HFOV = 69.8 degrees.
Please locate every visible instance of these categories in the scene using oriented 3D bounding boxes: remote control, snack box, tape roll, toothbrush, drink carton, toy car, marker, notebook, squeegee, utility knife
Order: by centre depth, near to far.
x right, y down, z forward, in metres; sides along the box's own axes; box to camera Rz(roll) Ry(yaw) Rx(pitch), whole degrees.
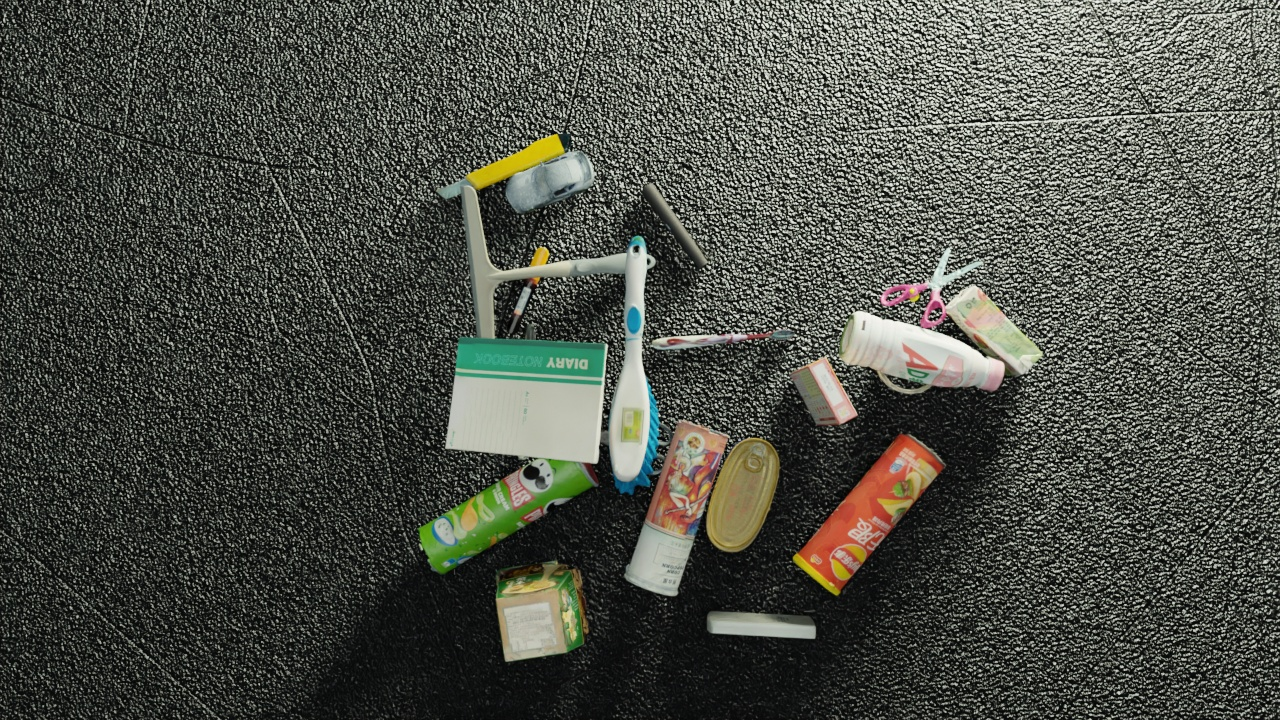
[{"bbox_3d":[0.221,0.040,1.123,0.027,0.156,0.077,-27,86,-1],"label":"snack box"},{"bbox_3d":[-0.132,0.322,1.156,0.117,0.105,0.118,-10,86,3],"label":"snack box"},{"bbox_3d":[0.152,0.336,1.164,0.135,0.056,0.019,2,88,3],"label":"remote control"},{"bbox_3d":[0.447,-0.038,1.165,0.122,0.053,0.045,45,90,3],"label":"drink carton"},{"bbox_3d":[-0.146,0.047,1.166,0.209,0.012,0.150,3,84,19],"label":"notebook"},{"bbox_3d":[0.348,0.000,1.189,0.086,0.014,0.085,0,88,3],"label":"tape roll"},{"bbox_3d":[-0.101,-0.117,1.196,0.246,0.039,0.246,-6,92,-3],"label":"squeegee"},{"bbox_3d":[0.108,-0.028,1.202,0.187,0.017,0.016,-4,86,2],"label":"toothbrush"},{"bbox_3d":[0.047,-0.177,1.211,0.022,0.020,0.132,-37,86,12],"label":"marker"},{"bbox_3d":[-0.151,0.041,1.216,0.016,0.018,0.181,2,86,11],"label":"toothbrush"},{"bbox_3d":[-0.121,-0.237,1.217,0.121,0.037,0.054,-21,87,5],"label":"toy car"},{"bbox_3d":[-0.151,-0.092,1.222,0.018,0.015,0.124,22,91,1],"label":"marker"},{"bbox_3d":[-0.182,-0.259,1.230,0.197,0.015,0.033,-22,70,3],"label":"utility knife"}]

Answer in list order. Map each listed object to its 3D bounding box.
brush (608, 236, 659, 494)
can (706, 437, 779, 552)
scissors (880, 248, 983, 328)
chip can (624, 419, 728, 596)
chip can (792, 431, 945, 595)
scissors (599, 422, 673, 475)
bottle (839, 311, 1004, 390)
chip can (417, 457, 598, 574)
[{"bbox_3d":[-0.007,0.007,1.166,0.060,0.109,0.314,1,73,8],"label":"brush"},{"bbox_3d":[0.130,0.170,1.176,0.074,0.049,0.148,19,89,4],"label":"can"},{"bbox_3d":[0.375,-0.090,1.165,0.133,0.017,0.124,-25,43,10],"label":"scissors"},{"bbox_3d":[0.047,0.185,1.170,0.071,0.071,0.214,18,88,4],"label":"chip can"},{"bbox_3d":[0.288,0.193,1.155,0.073,0.073,0.216,41,90,4],"label":"chip can"},{"bbox_3d":[-0.045,0.110,1.207,0.173,0.014,0.141,-22,85,2],"label":"scissors"},{"bbox_3d":[0.353,-0.006,1.149,0.197,0.068,0.068,15,88,1],"label":"bottle"},{"bbox_3d":[-0.171,0.188,1.182,0.236,0.072,0.072,-30,86,2],"label":"chip can"}]
